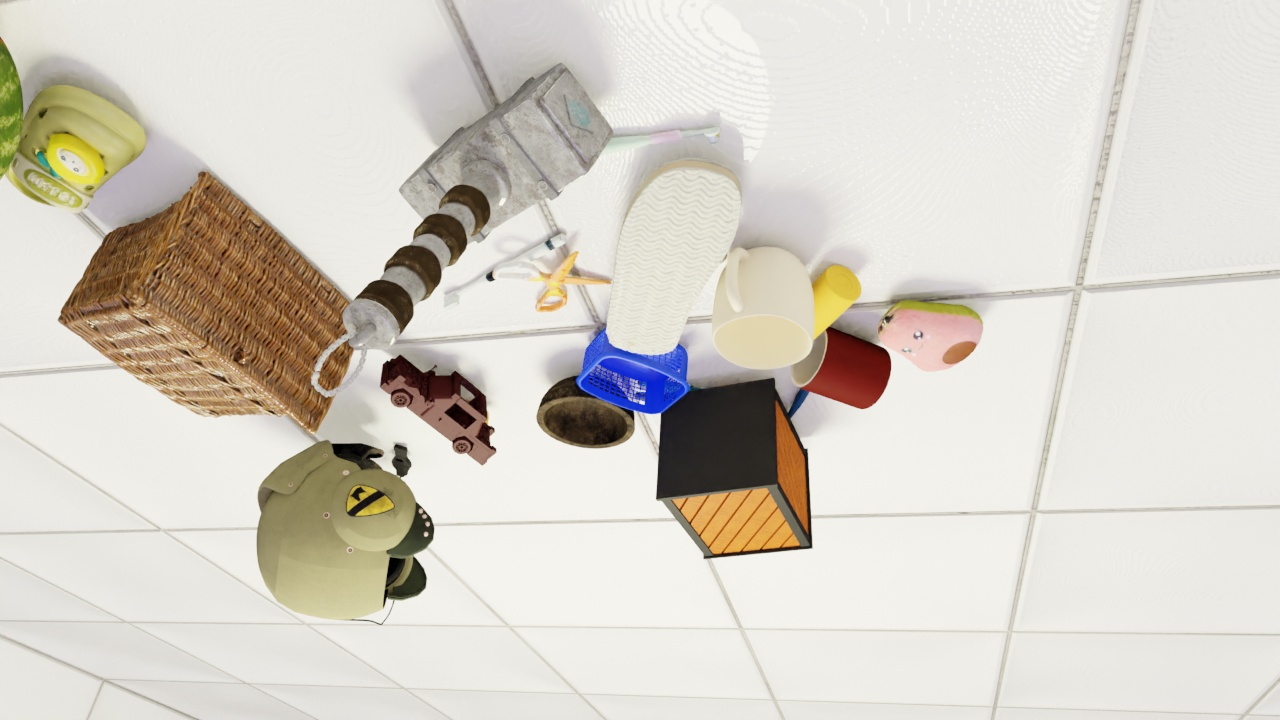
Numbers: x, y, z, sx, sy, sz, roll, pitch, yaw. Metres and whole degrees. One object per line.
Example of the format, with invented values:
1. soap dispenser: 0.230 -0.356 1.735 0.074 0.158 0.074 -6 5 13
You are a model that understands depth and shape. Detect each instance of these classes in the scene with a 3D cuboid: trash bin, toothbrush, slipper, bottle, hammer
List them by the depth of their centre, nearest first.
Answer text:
1. hammer: -0.148 -0.097 0.699 0.177 0.325 0.079 -22 119 35
2. toothbrush: -0.006 -0.190 0.806 0.155 0.015 0.022 -4 178 14
3. slipper: -0.544 -0.183 0.855 0.191 0.081 0.091 -19 135 36
4. slipper: 0.029 -0.099 0.900 0.115 0.052 0.264 11 141 -9
5. bottle: 0.173 -0.042 0.963 0.043 0.043 0.144 18 144 -16
6. toothbrush: -0.147 -0.092 0.971 0.187 0.017 0.012 -22 149 35
7. trash bin: 0.118 0.136 1.113 0.140 0.139 0.172 -10 142 20
8. toothbrush: 0.190 0.061 1.134 0.014 0.014 0.168 12 145 -3

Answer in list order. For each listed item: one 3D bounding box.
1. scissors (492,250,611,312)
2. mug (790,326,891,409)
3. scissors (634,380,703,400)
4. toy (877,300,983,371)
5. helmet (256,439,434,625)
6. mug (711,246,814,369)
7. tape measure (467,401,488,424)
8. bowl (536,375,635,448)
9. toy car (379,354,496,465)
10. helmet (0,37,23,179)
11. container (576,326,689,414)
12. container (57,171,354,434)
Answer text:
1. scissors: -0.096 -0.084 0.964 0.131 0.011 0.126 10 151 -25
2. mug: 0.212 0.009 1.015 0.082 0.073 0.106 19 167 -17
3. scissors: 0.064 0.043 1.126 0.134 0.019 0.146 -18 138 32
4. toy: 0.297 -0.028 0.956 0.110 0.051 0.090 15 143 -11
5. helmet: -0.392 0.215 1.227 0.233 0.255 0.251 10 144 -10
6. mug: 0.115 -0.064 0.892 0.096 0.099 0.120 -14 142 31
7. tape measure: -0.233 0.082 1.225 0.059 0.030 0.068 19 144 -13
8. bowl: -0.064 0.055 1.132 0.121 0.056 0.121 5 145 3
9. toy car: -0.241 0.055 1.140 0.062 0.070 0.170 -40 120 12
10. helmet: -0.614 -0.197 0.709 0.243 0.247 0.213 -37 119 -7
11. container: -0.006 0.006 1.051 0.114 0.058 0.096 22 143 -21
12. container: -0.459 -0.044 0.977 0.183 0.161 0.250 -7 142 26
